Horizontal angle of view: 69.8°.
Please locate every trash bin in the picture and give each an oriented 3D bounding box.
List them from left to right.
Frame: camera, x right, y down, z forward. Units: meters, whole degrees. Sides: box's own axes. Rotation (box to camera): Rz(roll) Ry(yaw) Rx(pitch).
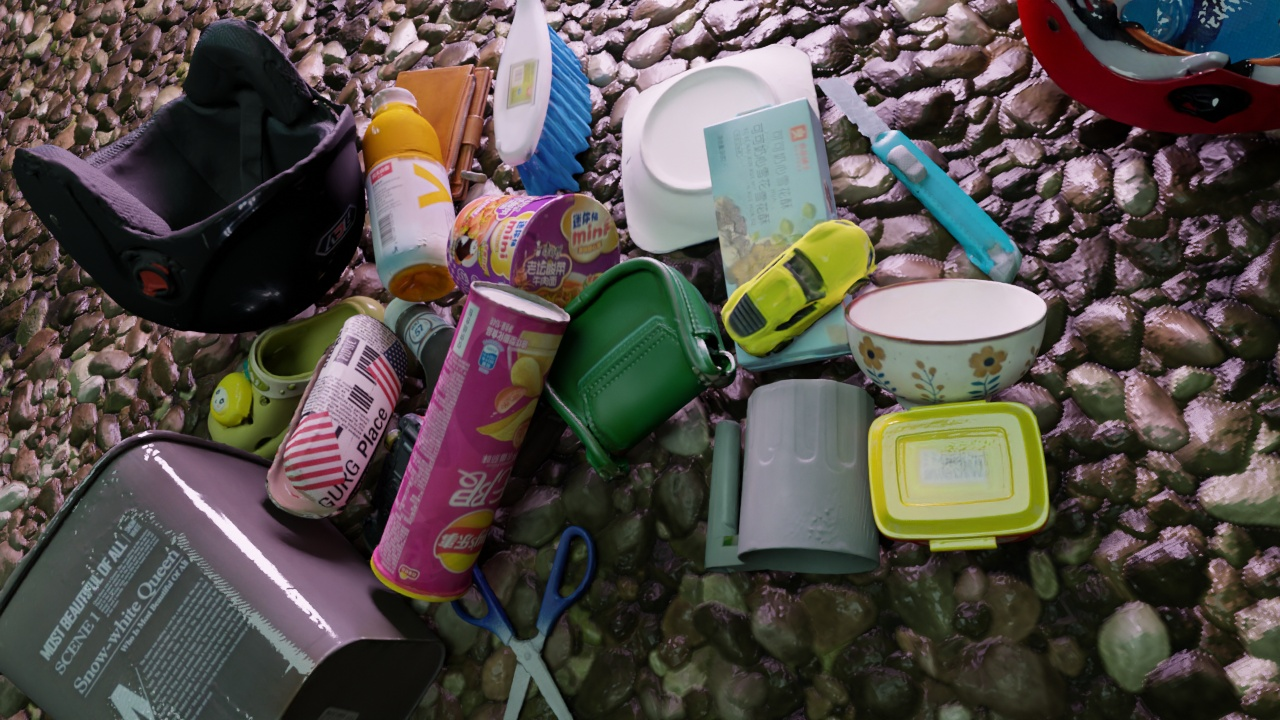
[{"bbox_3d":[-0.280,0.194,0.633,0.220,0.198,0.199,31,85,25],"label":"trash bin"}]

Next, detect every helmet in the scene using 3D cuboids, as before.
[{"bbox_3d":[-0.348,-0.133,0.769,0.275,0.230,0.232,11,49,25],"label":"helmet"},{"bbox_3d":[0.340,-0.219,0.534,0.240,0.144,0.206,26,83,17],"label":"helmet"}]

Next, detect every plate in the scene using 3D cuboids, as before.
[{"bbox_3d":[0.056,-0.171,0.707,0.164,0.034,0.164,-13,66,20],"label":"plate"}]

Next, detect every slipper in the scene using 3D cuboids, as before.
[{"bbox_3d":[-0.301,0.006,0.777,0.190,0.081,0.091,-37,57,4],"label":"slipper"}]

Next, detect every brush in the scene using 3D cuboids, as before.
[{"bbox_3d":[-0.087,-0.290,0.777,0.061,0.109,0.314,-8,67,25],"label":"brush"}]

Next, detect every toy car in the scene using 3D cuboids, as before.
[{"bbox_3d":[-0.172,0.099,0.691,0.053,0.045,0.121,38,111,38],"label":"toy car"},{"bbox_3d":[0.097,-0.046,0.571,0.105,0.032,0.048,-39,72,11],"label":"toy car"}]

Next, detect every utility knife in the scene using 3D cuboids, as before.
[{"bbox_3d":[0.190,-0.133,0.640,0.029,0.013,0.221,-37,59,7],"label":"utility knife"}]

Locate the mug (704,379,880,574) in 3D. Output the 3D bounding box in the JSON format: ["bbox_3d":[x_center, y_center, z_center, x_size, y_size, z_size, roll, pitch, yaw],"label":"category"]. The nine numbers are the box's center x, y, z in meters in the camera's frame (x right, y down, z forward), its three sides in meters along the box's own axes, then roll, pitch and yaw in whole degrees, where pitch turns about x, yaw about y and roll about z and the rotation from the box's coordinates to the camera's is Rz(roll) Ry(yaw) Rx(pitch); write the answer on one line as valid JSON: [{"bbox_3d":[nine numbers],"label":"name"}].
[{"bbox_3d":[0.089,0.077,0.574,0.124,0.083,0.103,-17,60,46],"label":"mug"}]

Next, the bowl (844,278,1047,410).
[{"bbox_3d":[0.183,-0.005,0.554,0.114,0.113,0.062,3,115,26],"label":"bowl"}]

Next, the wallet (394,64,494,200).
[{"bbox_3d":[-0.187,-0.205,0.833,0.119,0.035,0.130,4,75,24],"label":"wallet"}]

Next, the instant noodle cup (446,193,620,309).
[{"bbox_3d":[-0.087,-0.078,0.698,0.099,0.111,0.111,20,79,37],"label":"instant noodle cup"}]

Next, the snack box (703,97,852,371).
[{"bbox_3d":[0.095,-0.083,0.621,0.074,0.051,0.174,-12,80,22],"label":"snack box"}]

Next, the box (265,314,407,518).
[{"bbox_3d":[-0.212,0.034,0.672,0.081,0.075,0.163,-53,19,43],"label":"box"}]

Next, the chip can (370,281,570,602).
[{"bbox_3d":[-0.115,0.055,0.622,0.071,0.071,0.211,29,104,31],"label":"chip can"}]

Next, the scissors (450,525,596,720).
[{"bbox_3d":[-0.080,0.191,0.639,0.162,0.012,0.175,25,83,30],"label":"scissors"}]

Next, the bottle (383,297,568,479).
[{"bbox_3d":[-0.137,0.009,0.719,0.195,0.044,0.080,39,97,33],"label":"bottle"}]

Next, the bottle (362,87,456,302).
[{"bbox_3d":[-0.192,-0.141,0.758,0.068,0.068,0.189,-22,66,16],"label":"bottle"}]

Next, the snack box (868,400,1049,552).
[{"bbox_3d":[0.182,0.072,0.524,0.091,0.080,0.082,-7,66,22],"label":"snack box"}]

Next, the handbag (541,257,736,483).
[{"bbox_3d":[-0.004,0.004,0.628,0.131,0.068,0.120,-42,49,16],"label":"handbag"}]
